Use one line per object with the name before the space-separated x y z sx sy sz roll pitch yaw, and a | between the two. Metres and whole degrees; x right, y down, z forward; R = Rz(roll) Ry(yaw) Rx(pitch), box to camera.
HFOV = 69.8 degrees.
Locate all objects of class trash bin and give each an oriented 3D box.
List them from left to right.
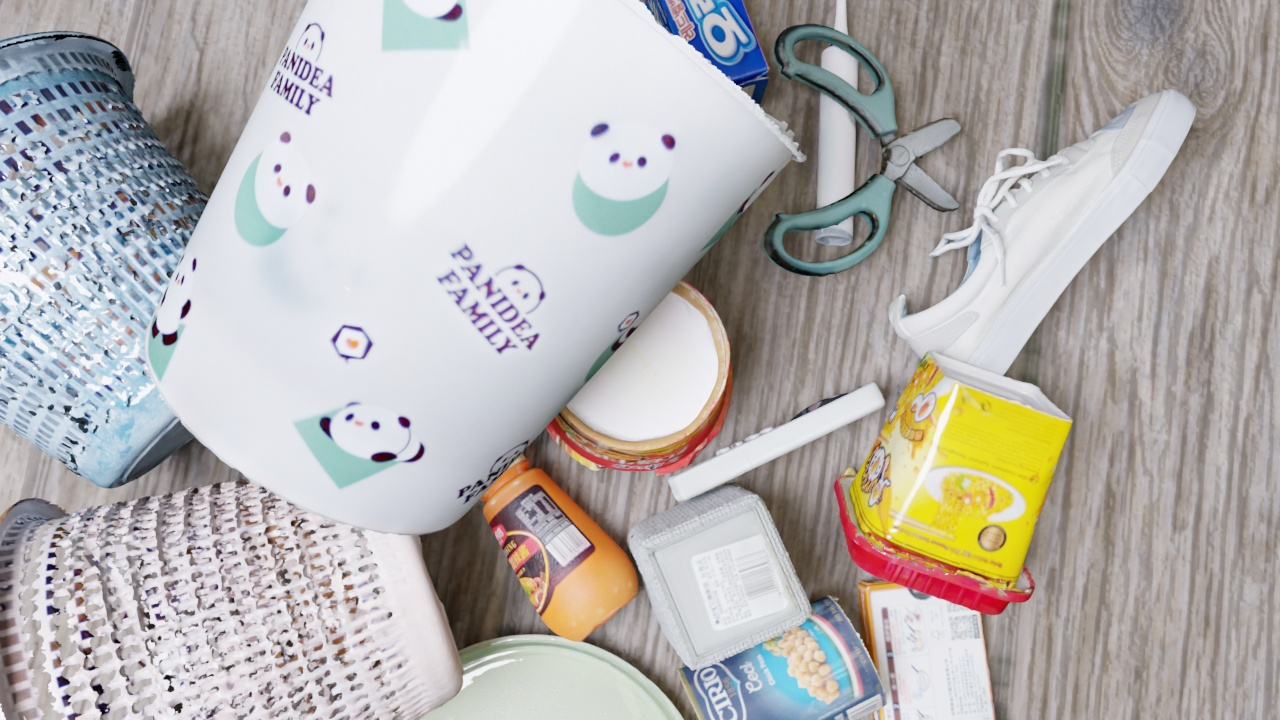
trash bin | -0.326 -0.040 0.542 0.226 0.227 0.195 -44 99 -6
trash bin | -0.214 0.154 0.521 0.192 0.228 0.227 -19 83 -17
trash bin | -0.089 -0.068 0.444 0.229 0.229 0.252 39 103 4

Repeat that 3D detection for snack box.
snack box | 0.028 -0.274 0.645 0.057 0.058 0.207 -19 83 -4
snack box | 0.190 0.220 0.600 0.075 0.026 0.153 -5 83 -2

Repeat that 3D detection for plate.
plate | -0.070 0.291 0.585 0.230 0.027 0.230 0 83 -2

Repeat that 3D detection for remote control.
remote control | 0.088 0.053 0.604 0.150 0.058 0.021 -25 83 -5

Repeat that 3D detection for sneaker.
sneaker | 0.262 -0.094 0.618 0.091 0.089 0.242 39 90 8

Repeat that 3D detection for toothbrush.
toothbrush | 0.141 -0.192 0.653 0.026 0.026 0.221 0 81 24

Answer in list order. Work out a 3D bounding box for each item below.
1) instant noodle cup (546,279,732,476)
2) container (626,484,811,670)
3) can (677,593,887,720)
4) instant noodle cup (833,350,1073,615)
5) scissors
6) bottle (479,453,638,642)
instant noodle cup | -0.003 0.003 0.583 0.138 0.108 0.138 0 82 -1
container | 0.046 0.130 0.564 0.090 0.114 0.090 -24 83 -4
can | 0.089 0.204 0.575 0.111 0.075 0.075 -25 84 -5
instant noodle cup | 0.193 0.069 0.561 0.116 0.116 0.124 19 106 1
scissors | 0.130 -0.143 0.622 0.174 0.019 0.170 -38 88 -10
bottle | -0.066 0.107 0.595 0.066 0.067 0.149 -39 78 -6
